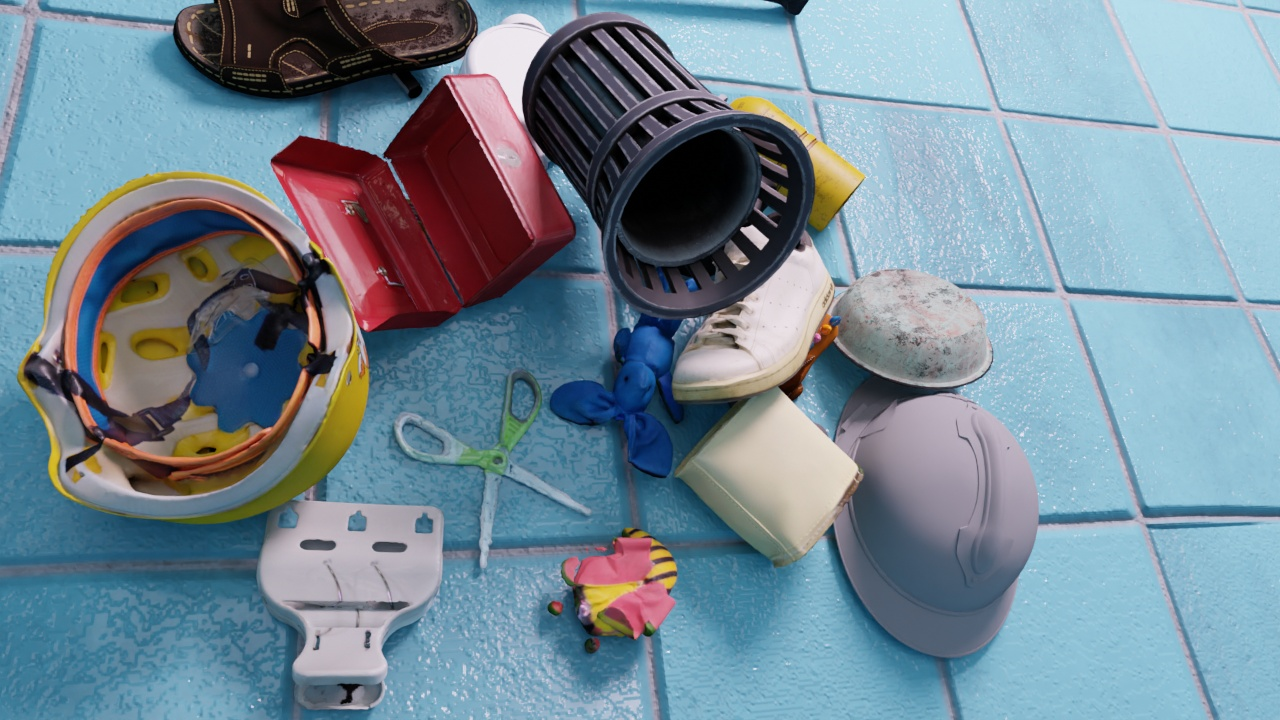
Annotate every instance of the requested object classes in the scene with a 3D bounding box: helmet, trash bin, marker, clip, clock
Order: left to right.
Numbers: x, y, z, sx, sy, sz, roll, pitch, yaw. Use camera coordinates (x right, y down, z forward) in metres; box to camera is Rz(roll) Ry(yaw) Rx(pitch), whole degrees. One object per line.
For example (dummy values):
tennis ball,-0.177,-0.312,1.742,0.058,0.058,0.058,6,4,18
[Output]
helmet,-0.289,0.002,0.639,0.209,0.140,0.240,-22,69,-5
clip,-0.202,0.163,0.637,0.124,0.073,0.142,3,56,-12
marker,-0.256,-0.307,0.883,0.016,0.016,0.140,-33,76,-28
clock,-0.111,-0.249,0.869,0.125,0.073,0.160,31,54,-9
trash bin,0.006,-0.166,0.722,0.164,0.165,0.227,-11,43,-21
helmet,0.266,0.100,0.768,0.183,0.118,0.270,13,59,-10

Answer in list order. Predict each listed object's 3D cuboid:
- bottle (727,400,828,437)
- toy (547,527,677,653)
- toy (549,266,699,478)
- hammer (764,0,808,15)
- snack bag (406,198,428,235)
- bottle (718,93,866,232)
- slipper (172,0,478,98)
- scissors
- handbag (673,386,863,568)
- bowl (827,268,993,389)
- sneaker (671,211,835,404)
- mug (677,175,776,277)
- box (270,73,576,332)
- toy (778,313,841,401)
bottle,0.110,0.047,0.797,0.110,0.036,0.036,34,59,3
toy,-0.014,0.170,0.695,0.084,0.046,0.103,37,54,20
toy,-0.005,0.005,0.769,0.113,0.071,0.176,21,70,-3
hammer,0.039,-0.425,0.987,0.332,0.118,0.025,1,65,-22
snack bag,-0.194,-0.125,0.806,0.099,0.020,0.026,11,63,-11
bottle,0.138,-0.207,0.916,0.164,0.071,0.070,40,60,6
slipper,-0.282,-0.307,0.828,0.267,0.076,0.113,-8,69,-10
scissors,-0.118,0.081,0.728,0.174,0.022,0.171,15,58,-14
handbag,0.106,0.091,0.739,0.119,0.081,0.111,43,71,4
bowl,0.251,-0.039,0.845,0.157,0.039,0.157,4,39,-4
sneaker,0.093,-0.053,0.757,0.240,0.089,0.102,-46,126,-48
mug,0.075,-0.138,0.852,0.113,0.088,0.078,-24,72,-26
box,-0.154,-0.127,0.725,0.168,0.153,0.157,-30,87,11
toy,0.144,-0.011,0.799,0.090,0.103,0.070,-40,94,-15
